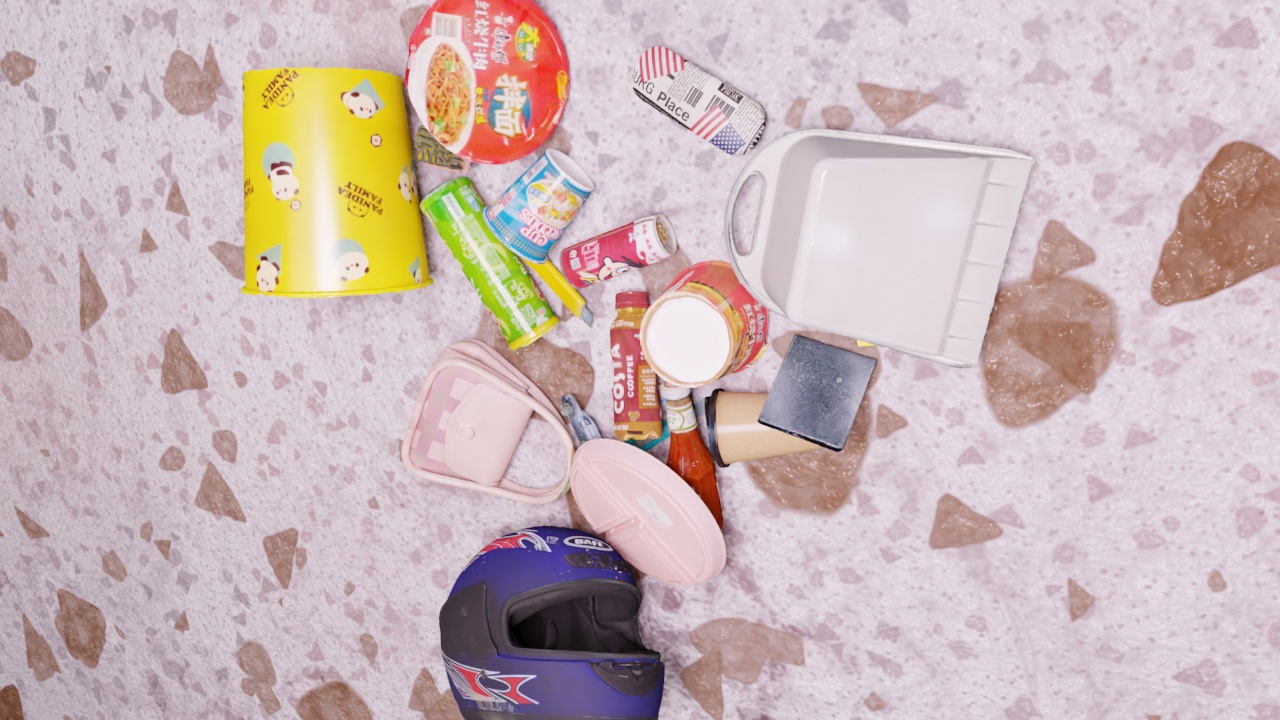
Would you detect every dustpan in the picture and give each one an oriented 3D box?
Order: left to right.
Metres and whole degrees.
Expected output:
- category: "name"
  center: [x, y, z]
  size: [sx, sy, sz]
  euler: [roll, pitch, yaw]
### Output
- category: "dustpan"
  center: [0.225, -0.129, 0.951]
  size: [0.257, 0.142, 0.223]
  euler: [5, 111, -7]

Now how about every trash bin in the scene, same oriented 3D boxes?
- category: "trash bin"
  center: [-0.377, -0.215, 1.122]
  size: [0.230, 0.229, 0.255]
  euler: [4, 101, 23]

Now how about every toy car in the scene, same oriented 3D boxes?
- category: "toy car"
  center: [-0.075, 0.083, 1.172]
  size: [0.034, 0.043, 0.090]
  euler: [-27, 97, 1]

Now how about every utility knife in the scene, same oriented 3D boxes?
- category: "utility knife"
  center: [-0.114, -0.108, 1.143]
  size: [0.171, 0.015, 0.033]
  euler: [49, 138, 3]
- category: "utility knife"
  center: [0.006, 0.099, 1.155]
  size: [0.219, 0.013, 0.029]
  euler: [-33, 91, 28]

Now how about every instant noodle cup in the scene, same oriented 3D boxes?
- category: "instant noodle cup"
  center: [-0.179, -0.321, 1.034]
  size: [0.066, 0.193, 0.194]
  euler: [24, 119, 53]
- category: "instant noodle cup"
  center: [-0.116, -0.187, 1.080]
  size: [0.099, 0.099, 0.110]
  euler: [46, 111, 5]
- category: "instant noodle cup"
  center: [0.067, -0.036, 1.031]
  size: [0.138, 0.108, 0.138]
  euler: [8, 109, 23]

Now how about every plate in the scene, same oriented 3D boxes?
- category: "plate"
  center: [0.001, 0.192, 1.122]
  size: [0.230, 0.028, 0.230]
  euler: [27, 141, 24]

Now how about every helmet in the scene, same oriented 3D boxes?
- category: "helmet"
  center: [-0.107, 0.326, 1.138]
  size: [0.316, 0.247, 0.240]
  euler: [-17, 67, 47]

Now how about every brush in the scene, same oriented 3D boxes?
- category: "brush"
  center: [-0.225, -0.302, 1.102]
  size: [0.063, 0.072, 0.146]
  euler: [16, 107, 19]

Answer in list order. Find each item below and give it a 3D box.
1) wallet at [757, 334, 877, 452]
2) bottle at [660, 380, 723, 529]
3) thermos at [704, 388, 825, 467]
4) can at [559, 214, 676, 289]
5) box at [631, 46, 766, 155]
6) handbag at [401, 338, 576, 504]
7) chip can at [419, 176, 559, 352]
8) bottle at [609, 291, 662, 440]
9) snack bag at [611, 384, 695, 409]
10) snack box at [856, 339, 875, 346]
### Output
- category: "wallet"
  center: [0.194, 0.034, 1.003]
  size: [0.097, 0.120, 0.019]
  euler: [19, 155, 19]
- category: "bottle"
  center: [0.057, 0.117, 1.092]
  size: [0.060, 0.059, 0.206]
  euler: [0, 117, 24]
- category: "thermos"
  center: [0.140, 0.073, 1.049]
  size: [0.143, 0.092, 0.093]
  euler: [-6, 104, 17]
- category: "can"
  center: [-0.027, -0.127, 1.076]
  size: [0.133, 0.053, 0.053]
  euler: [-16, 99, 28]
- category: "box"
  center: [0.063, -0.282, 0.999]
  size: [0.164, 0.051, 0.068]
  euler: [37, 127, 11]
- category: "handbag"
  center: [-0.188, 0.101, 1.214]
  size: [0.234, 0.093, 0.194]
  euler: [29, 116, 4]
- category: "chip can"
  center: [-0.187, -0.120, 1.132]
  size: [0.073, 0.072, 0.221]
  euler: [-28, 97, 29]
- category: "bottle"
  center: [-0.006, 0.006, 1.089]
  size: [0.058, 0.057, 0.175]
  euler: [-5, 87, 25]
- category: "snack bag"
  center: [0.015, 0.047, 1.126]
  size: [0.104, 0.026, 0.048]
  euler: [-8, 96, 27]
- category: "snack box"
  center: [0.267, -0.087, 0.968]
  size: [0.087, 0.033, 0.140]
  euler: [-4, 106, 26]
